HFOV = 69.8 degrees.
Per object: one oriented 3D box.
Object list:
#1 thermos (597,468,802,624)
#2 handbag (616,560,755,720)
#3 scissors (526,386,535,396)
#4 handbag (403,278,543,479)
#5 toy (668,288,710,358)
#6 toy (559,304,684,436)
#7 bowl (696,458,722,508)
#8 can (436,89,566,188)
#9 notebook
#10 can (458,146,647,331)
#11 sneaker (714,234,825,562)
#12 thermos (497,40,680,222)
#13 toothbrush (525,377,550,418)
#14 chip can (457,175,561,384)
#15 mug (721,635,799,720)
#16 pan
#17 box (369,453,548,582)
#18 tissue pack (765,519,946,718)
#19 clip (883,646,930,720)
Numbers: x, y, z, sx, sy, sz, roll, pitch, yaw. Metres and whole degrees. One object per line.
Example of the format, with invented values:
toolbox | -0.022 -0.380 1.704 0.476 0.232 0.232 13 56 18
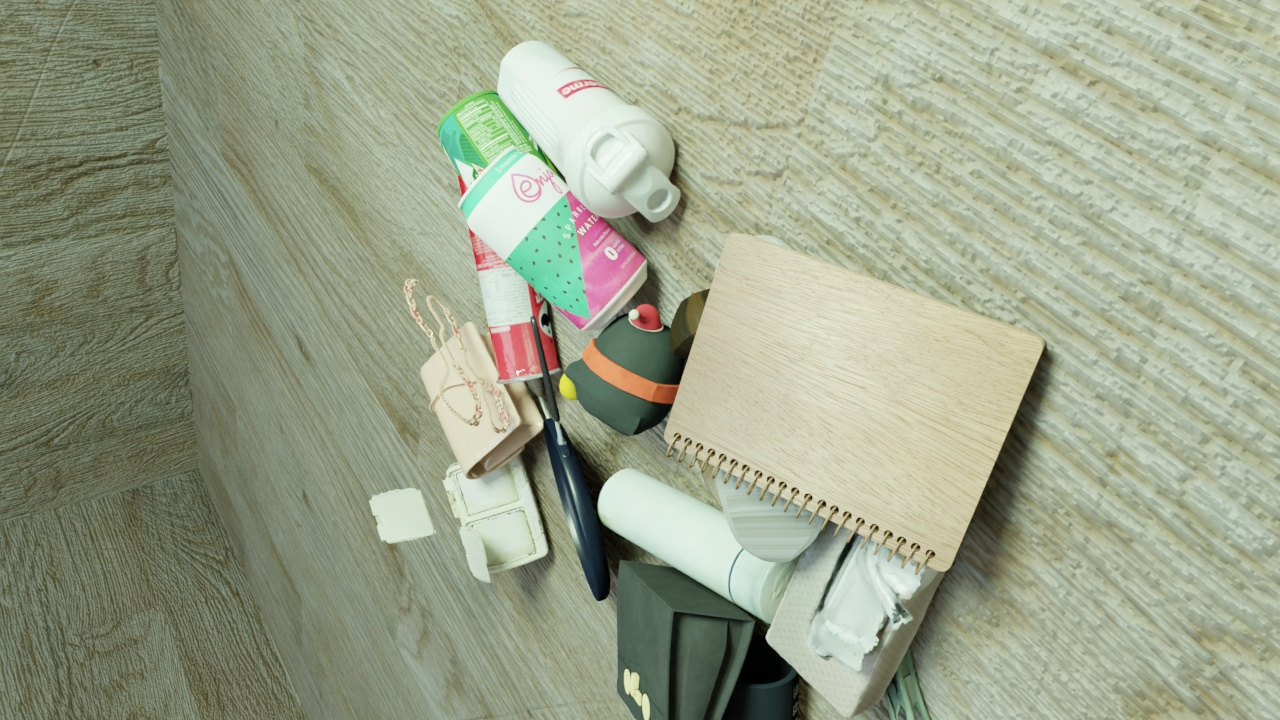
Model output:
thermos | 0.051 0.161 0.828 0.230 0.067 0.068 19 117 49
handbag | 0.019 0.297 0.812 0.176 0.072 0.195 -176 97 -75
scissors | -0.164 0.059 1.140 0.173 0.014 0.158 -7 96 52
handbag | -0.226 0.029 1.038 0.117 0.187 0.198 -38 64 18
toy | 0.062 -0.010 0.753 0.076 0.062 0.100 -23 64 20
toy | -0.005 0.005 0.830 0.119 0.097 0.099 -65 31 14
bowl | 0.094 0.080 0.767 0.118 0.030 0.118 25 122 48
can | -0.132 -0.187 0.911 0.144 0.082 0.083 55 143 4
notebook | 0.128 0.027 0.606 0.210 0.022 0.169 24 105 24
can | -0.077 -0.107 0.824 0.166 0.088 0.088 43 144 -8
sneaker | 0.106 0.026 0.683 0.099 0.089 0.236 0 96 26
thermos | -0.054 -0.207 0.813 0.220 0.099 0.100 49 138 38
toothbrush | -0.130 0.006 1.062 0.024 0.022 0.185 130 120 -68
chip can | -0.144 -0.095 0.999 0.073 0.073 0.233 -3 100 55
mug | 0.098 0.289 0.818 0.105 0.071 0.077 -129 35 -66
pan | -0.074 0.096 0.922 0.198 0.021 0.357 -118 15 -48
box | -0.216 0.199 1.084 0.101 0.194 0.143 -159 50 -85
tissue pack | 0.158 0.166 0.662 0.104 0.071 0.182 41 121 40
clip | 0.198 0.251 0.696 0.048 0.023 0.076 -23 82 57
